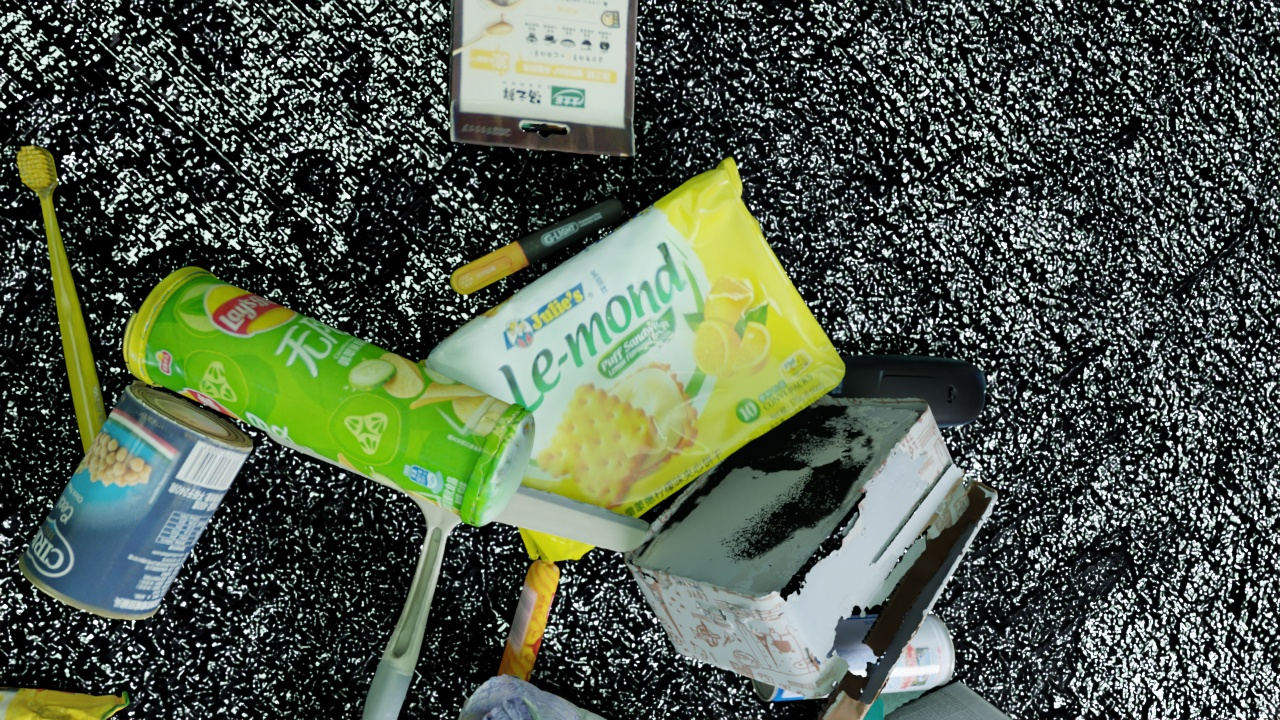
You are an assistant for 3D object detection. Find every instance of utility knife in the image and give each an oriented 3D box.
[{"bbox_3d":[0.135,0.252,0.625,0.207,0.013,0.029,-14,79,-35],"label":"utility knife"}]

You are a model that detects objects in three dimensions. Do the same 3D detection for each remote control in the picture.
[{"bbox_3d":[0.191,0.022,0.657,0.136,0.024,0.053,2,91,-14],"label":"remote control"}]

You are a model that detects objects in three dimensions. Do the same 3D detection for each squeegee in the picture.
[{"bbox_3d":[-0.145,0.178,0.551,0.246,0.039,0.246,16,85,6],"label":"squeegee"}]

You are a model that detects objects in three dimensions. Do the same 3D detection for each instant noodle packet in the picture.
[{"bbox_3d":[-0.361,0.245,0.520,0.110,0.044,0.128,11,94,-21],"label":"instant noodle packet"}]

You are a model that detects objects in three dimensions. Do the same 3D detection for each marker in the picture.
[{"bbox_3d":[-0.065,-0.075,0.593,0.123,0.015,0.018,-28,103,-13],"label":"marker"}]

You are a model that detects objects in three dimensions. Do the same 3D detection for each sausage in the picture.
[{"bbox_3d":[-0.082,0.205,0.599,0.021,0.021,0.165,16,89,-14],"label":"sausage"}]

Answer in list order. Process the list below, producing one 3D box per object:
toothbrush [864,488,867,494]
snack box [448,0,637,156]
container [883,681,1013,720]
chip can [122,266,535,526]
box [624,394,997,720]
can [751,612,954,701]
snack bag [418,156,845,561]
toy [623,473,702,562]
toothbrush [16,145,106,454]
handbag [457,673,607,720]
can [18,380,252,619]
[{"bbox_3d":[0.120,0.044,0.644,0.189,0.029,0.021,51,40,-9],"label":"toothbrush"},{"bbox_3d":[-0.061,-0.189,0.569,0.113,0.053,0.125,2,93,-14],"label":"snack box"},{"bbox_3d":[0.200,0.296,0.640,0.114,0.090,0.090,-14,95,-10],"label":"container"},{"bbox_3d":[-0.167,0.020,0.511,0.221,0.072,0.072,22,87,4],"label":"chip can"},{"bbox_3d":[0.127,0.141,0.565,0.182,0.153,0.178,-41,115,-31],"label":"box"},{"bbox_3d":[0.146,0.205,0.639,0.134,0.053,0.053,1,92,-14],"label":"can"},{"bbox_3d":[-0.003,0.003,0.579,0.246,0.068,0.158,-33,96,-2],"label":"snack bag"},{"bbox_3d":[0.034,0.118,0.621,0.092,0.030,0.096,-39,108,-5],"label":"toy"},{"bbox_3d":[-0.330,-0.028,0.528,0.015,0.016,0.190,-10,95,-13],"label":"toothbrush"},{"bbox_3d":[-0.011,0.264,0.524,0.075,0.134,0.194,-46,130,0],"label":"handbag"},{"bbox_3d":[-0.279,0.077,0.516,0.075,0.075,0.111,31,85,-14],"label":"can"}]
